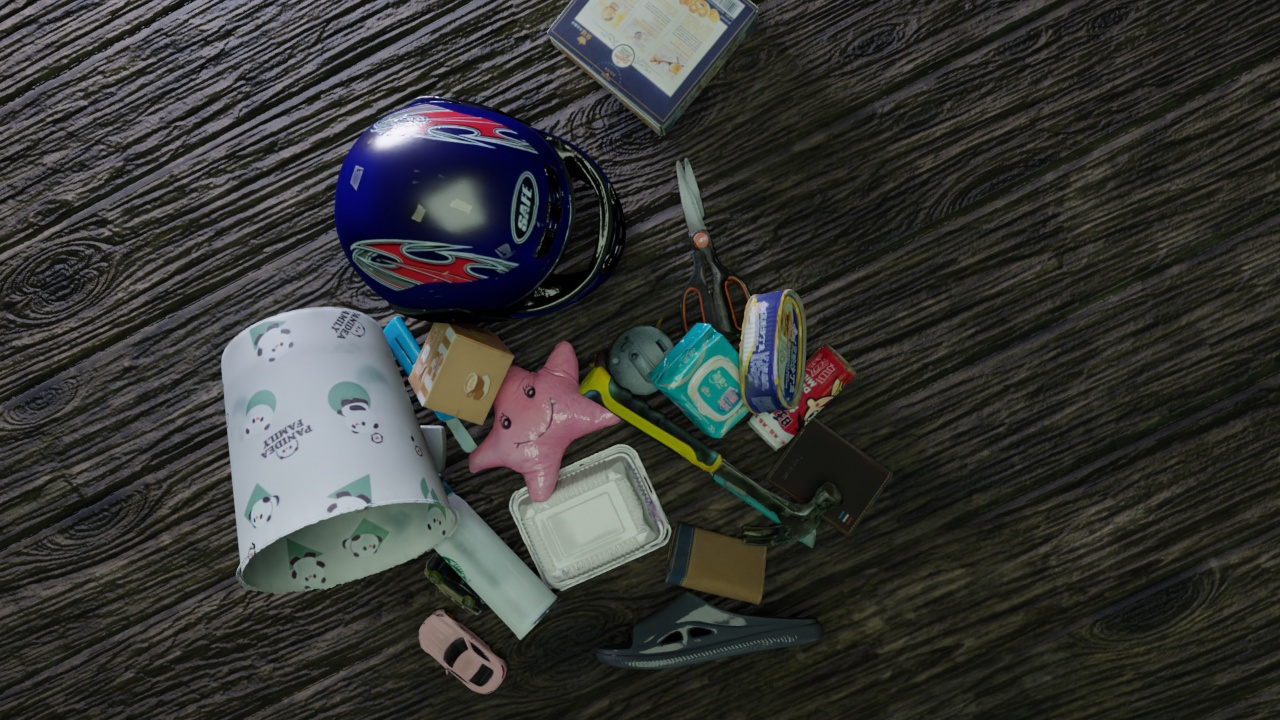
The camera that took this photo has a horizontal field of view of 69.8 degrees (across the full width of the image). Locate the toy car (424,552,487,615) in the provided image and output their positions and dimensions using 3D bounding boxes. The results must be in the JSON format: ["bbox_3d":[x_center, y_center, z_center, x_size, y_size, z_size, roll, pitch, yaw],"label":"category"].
[{"bbox_3d":[-0.224,0.273,1.122,0.090,0.042,0.035,39,127,-2],"label":"toy car"}]

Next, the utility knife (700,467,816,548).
[{"bbox_3d":[0.123,0.156,1.114,0.223,0.013,0.029,34,94,2],"label":"utility knife"}]

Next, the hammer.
[{"bbox_3d":[0.069,0.112,1.054,0.323,0.031,0.126,34,121,-11],"label":"hammer"}]

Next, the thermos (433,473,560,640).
[{"bbox_3d":[-0.199,0.232,1.102,0.224,0.073,0.073,44,93,7],"label":"thermos"}]

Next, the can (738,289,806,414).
[{"bbox_3d":[0.154,-0.011,1.059,0.049,0.074,0.148,-9,62,35],"label":"can"}]

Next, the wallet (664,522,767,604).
[{"bbox_3d":[0.090,0.240,1.088,0.115,0.090,0.033,12,126,2],"label":"wallet"}]

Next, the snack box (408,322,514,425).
[{"bbox_3d":[-0.211,0.009,1.075,0.077,0.094,0.093,22,98,-29],"label":"snack box"}]

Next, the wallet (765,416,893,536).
[{"bbox_3d":[0.227,0.139,1.106,0.122,0.020,0.096,35,93,4],"label":"wallet"}]

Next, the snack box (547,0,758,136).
[{"bbox_3d":[0.015,-0.396,1.091,0.178,0.046,0.182,40,93,2],"label":"snack box"}]

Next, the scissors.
[{"bbox_3d":[0.062,-0.127,1.107,0.143,0.021,0.235,-35,90,4],"label":"scissors"}]

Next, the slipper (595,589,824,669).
[{"bbox_3d":[0.079,0.310,1.084,0.268,0.111,0.083,-7,76,-2],"label":"slipper"}]

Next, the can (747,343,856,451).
[{"bbox_3d":[0.190,0.044,1.088,0.133,0.053,0.053,-45,89,3],"label":"can"}]

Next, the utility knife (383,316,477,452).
[{"bbox_3d":[-0.257,0.034,1.132,0.034,0.018,0.194,-34,91,3],"label":"utility knife"}]

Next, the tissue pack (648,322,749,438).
[{"bbox_3d":[0.078,0.023,1.064,0.093,0.050,0.133,-47,128,-2],"label":"tissue pack"}]

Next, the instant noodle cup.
[{"bbox_3d":[-0.063,0.193,1.104,0.173,0.060,0.138,-24,90,2],"label":"instant noodle cup"}]

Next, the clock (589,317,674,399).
[{"bbox_3d":[-0.006,0.006,1.098,0.122,0.055,0.082,-37,90,4],"label":"clock"}]

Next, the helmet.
[{"bbox_3d":[-0.177,-0.160,1.012,0.315,0.240,0.247,6,92,2],"label":"helmet"}]

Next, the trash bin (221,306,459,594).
[{"bbox_3d":[-0.346,0.095,1.014,0.229,0.229,0.251,-24,67,3],"label":"trash bin"}]

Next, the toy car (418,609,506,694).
[{"bbox_3d":[-0.220,0.360,1.128,0.122,0.037,0.056,38,91,3],"label":"toy car"}]

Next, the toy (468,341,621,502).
[{"bbox_3d":[-0.133,0.068,1.096,0.194,0.074,0.178,-46,69,4],"label":"toy"}]

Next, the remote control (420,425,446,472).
[{"bbox_3d":[-0.315,0.108,1.135,0.150,0.021,0.058,0,91,3],"label":"remote control"}]
